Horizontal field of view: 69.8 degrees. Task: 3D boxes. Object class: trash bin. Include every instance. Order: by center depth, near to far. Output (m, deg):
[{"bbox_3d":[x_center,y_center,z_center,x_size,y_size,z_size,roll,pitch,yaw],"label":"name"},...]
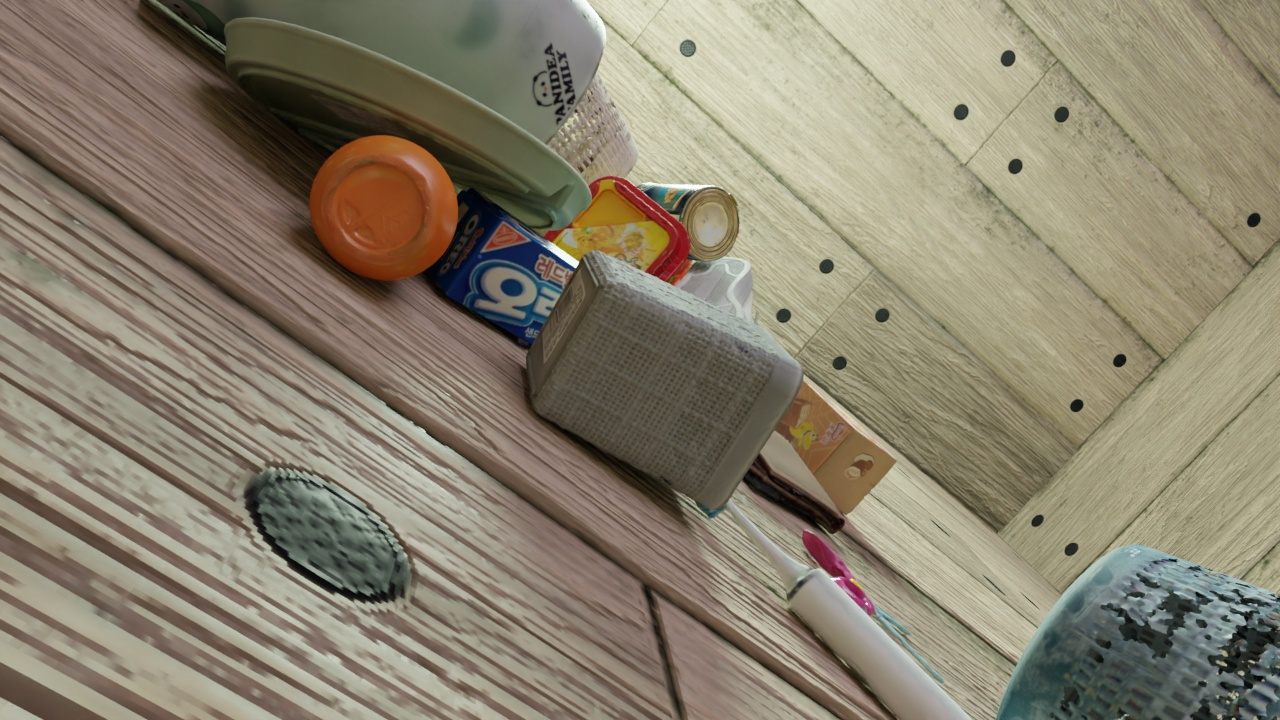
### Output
[{"bbox_3d":[0.294,0.201,0.443,0.195,0.226,0.226,31,0,44],"label":"trash bin"},{"bbox_3d":[-0.175,-0.266,0.665,0.252,0.230,0.229,36,9,-35],"label":"trash bin"},{"bbox_3d":[-0.114,-0.239,0.926,0.192,0.227,0.227,51,5,-19],"label":"trash bin"}]

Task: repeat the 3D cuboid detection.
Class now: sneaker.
[{"bbox_3d":[0.061,-0.021,0.846,0.089,0.091,0.241,3,22,12],"label":"sneaker"}]

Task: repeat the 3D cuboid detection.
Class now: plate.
[{"bbox_3d":[-0.140,-0.132,0.556,0.230,0.027,0.230,21,-4,1],"label":"plate"}]

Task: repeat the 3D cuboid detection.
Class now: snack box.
[{"bbox_3d":[-0.042,-0.028,0.586,0.207,0.058,0.057,32,9,-41],"label":"snack box"},{"bbox_3d":[0.182,0.085,0.915,0.092,0.077,0.094,33,11,-41],"label":"snack box"}]

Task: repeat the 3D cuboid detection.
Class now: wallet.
[{"bbox_3d":[0.108,0.087,0.751,0.124,0.032,0.101,32,15,-41],"label":"wallet"}]

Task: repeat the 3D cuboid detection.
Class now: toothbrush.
[{"bbox_3d":[0.105,0.137,0.473,0.221,0.026,0.027,44,-17,25],"label":"toothbrush"}]

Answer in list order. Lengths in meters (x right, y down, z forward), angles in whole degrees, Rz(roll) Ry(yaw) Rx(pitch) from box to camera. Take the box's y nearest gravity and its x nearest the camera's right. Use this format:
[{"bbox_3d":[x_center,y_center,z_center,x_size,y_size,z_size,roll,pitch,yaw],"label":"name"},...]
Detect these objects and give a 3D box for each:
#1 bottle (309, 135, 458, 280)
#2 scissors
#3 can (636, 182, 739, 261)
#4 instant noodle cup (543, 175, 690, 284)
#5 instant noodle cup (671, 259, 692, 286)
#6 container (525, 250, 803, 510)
[{"bbox_3d":[-0.127,-0.078,0.475,0.067,0.067,0.149,38,1,-13],"label":"bottle"},{"bbox_3d":[0.146,0.157,0.603,0.133,0.017,0.136,39,6,-42],"label":"scissors"},{"bbox_3d":[0.039,-0.141,0.931,0.075,0.075,0.111,34,-10,-35],"label":"can"},{"bbox_3d":[-0.020,-0.092,0.871,0.116,0.116,0.123,40,-4,12],"label":"instant noodle cup"},{"bbox_3d":[-0.019,-0.143,1.054,0.108,0.138,0.138,23,18,-39],"label":"instant noodle cup"},{"bbox_3d":[0.006,0.006,0.486,0.114,0.090,0.090,27,12,-18],"label":"container"}]
